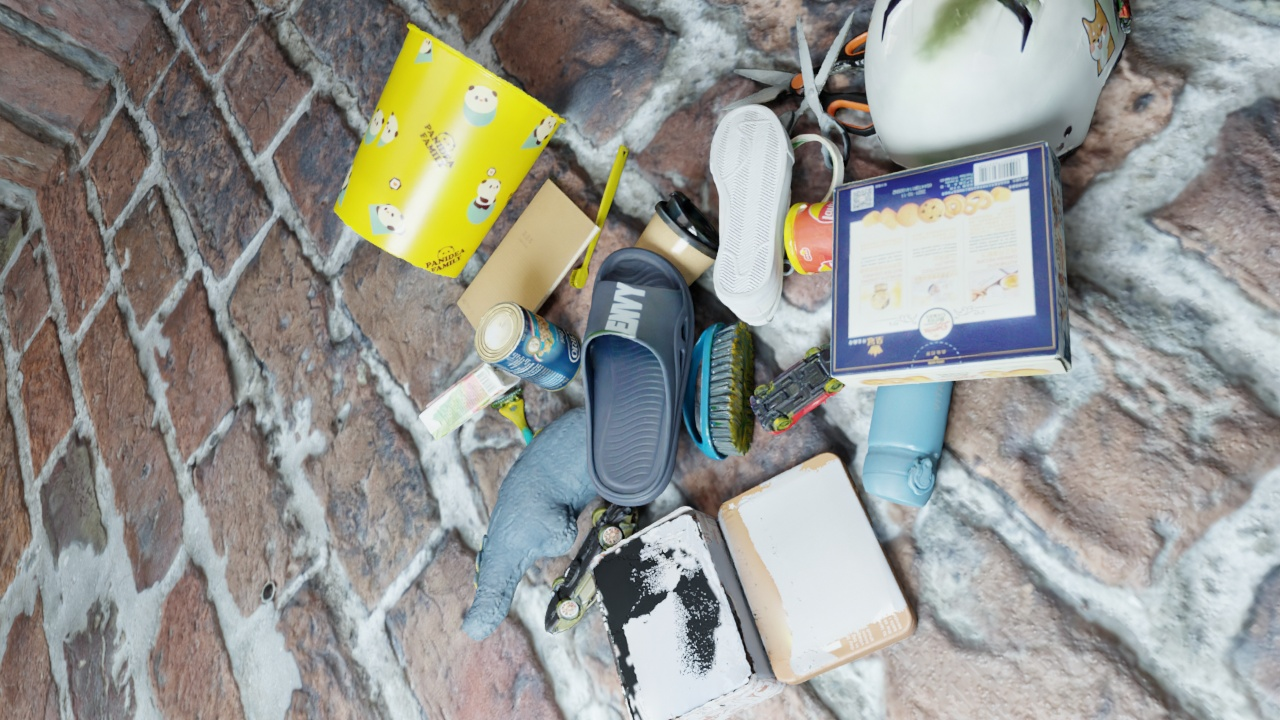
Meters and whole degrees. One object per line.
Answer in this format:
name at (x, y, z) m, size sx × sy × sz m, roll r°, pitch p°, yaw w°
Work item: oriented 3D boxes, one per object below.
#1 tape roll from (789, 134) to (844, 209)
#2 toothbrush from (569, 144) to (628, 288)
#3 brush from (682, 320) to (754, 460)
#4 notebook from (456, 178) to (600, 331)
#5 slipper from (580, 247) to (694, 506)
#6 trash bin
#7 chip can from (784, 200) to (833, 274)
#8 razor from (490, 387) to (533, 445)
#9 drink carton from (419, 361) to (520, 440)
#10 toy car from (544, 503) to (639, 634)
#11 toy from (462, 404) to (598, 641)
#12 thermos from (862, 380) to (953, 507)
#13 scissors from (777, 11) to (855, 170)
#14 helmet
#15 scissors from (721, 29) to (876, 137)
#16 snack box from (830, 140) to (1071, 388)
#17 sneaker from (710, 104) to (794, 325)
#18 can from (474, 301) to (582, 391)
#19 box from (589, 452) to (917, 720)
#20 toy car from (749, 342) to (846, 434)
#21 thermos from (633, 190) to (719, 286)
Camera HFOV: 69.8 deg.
tape roll at (0.172, -0.192, 0.954) m, size 0.086 × 0.013 × 0.086 m, roll 0°, pitch 90°, yaw 47°
toothbrush at (-0.051, -0.178, 1.133) m, size 0.017 × 0.015 × 0.190 m, roll 9°, pitch 77°, yaw 45°
brush at (0.076, 0.030, 0.926) m, size 0.074 × 0.055 × 0.143 m, roll -9°, pitch 67°, yaw 33°
notebook at (-0.149, -0.118, 1.175) m, size 0.212 × 0.012 × 0.149 m, roll -52°, pitch 45°, yaw 10°
slipper at (-0.005, 0.005, 0.901) m, size 0.111 × 0.083 × 0.267 m, roll 1°, pitch 74°, yaw 8°
trash bin at (-0.258, -0.264, 1.199) m, size 0.229 × 0.229 × 0.255 m, roll 40°, pitch 103°, yaw 40°
chip can at (0.246, -0.122, 0.853) m, size 0.217 × 0.073 × 0.073 m, roll -1°, pitch 71°, yaw 35°
razor at (-0.133, 0.086, 1.077) m, size 0.043 × 0.028 × 0.132 m, roll -27°, pitch 48°, yaw -12°
drink carton at (-0.212, 0.044, 1.130) m, size 0.123 × 0.053 × 0.045 m, roll -36°, pitch 91°, yaw 21°
toy car at (-0.052, 0.214, 0.948) m, size 0.158 × 0.042 × 0.070 m, roll -58°, pitch 13°, yaw 4°
toy at (-0.078, 0.124, 0.964) m, size 0.356 × 0.091 × 0.138 m, roll -51°, pitch 27°, yaw -9°
thermos at (0.242, 0.017, 0.802) m, size 0.070 × 0.070 × 0.220 m, roll 3°, pitch 74°, yaw 38°
scissors at (0.181, -0.274, 0.959) m, size 0.159 × 0.014 × 0.182 m, roll 56°, pitch 131°, yaw 25°
helmet at (0.304, -0.308, 0.819) m, size 0.230 × 0.157 × 0.273 m, roll 13°, pitch 77°, yaw 32°
scissors at (0.197, -0.307, 0.996) m, size 0.205 × 0.021 × 0.224 m, roll -47°, pitch 51°, yaw 12°
snack box at (0.250, -0.074, 0.758) m, size 0.178 × 0.045 × 0.182 m, roll -6°, pitch 71°, yaw 34°
sneaker at (0.122, -0.149, 0.949) m, size 0.090 × 0.091 × 0.241 m, roll -6°, pitch 65°, yaw 22°
can at (-0.129, -0.016, 1.062) m, size 0.075 × 0.111 × 0.075 m, roll -15°, pitch 63°, yaw 32°
box at (0.095, 0.210, 0.831) m, size 0.261 × 0.082 × 0.177 m, roll -31°, pitch 55°, yaw 19°
toy car at (0.157, 0.027, 0.883) m, size 0.106 × 0.031 × 0.049 m, roll -39°, pitch 54°, yaw 16°
thermos at (0.024, -0.105, 1.005) m, size 0.143 × 0.093 × 0.093 m, roll -49°, pitch 50°, yaw 20°
